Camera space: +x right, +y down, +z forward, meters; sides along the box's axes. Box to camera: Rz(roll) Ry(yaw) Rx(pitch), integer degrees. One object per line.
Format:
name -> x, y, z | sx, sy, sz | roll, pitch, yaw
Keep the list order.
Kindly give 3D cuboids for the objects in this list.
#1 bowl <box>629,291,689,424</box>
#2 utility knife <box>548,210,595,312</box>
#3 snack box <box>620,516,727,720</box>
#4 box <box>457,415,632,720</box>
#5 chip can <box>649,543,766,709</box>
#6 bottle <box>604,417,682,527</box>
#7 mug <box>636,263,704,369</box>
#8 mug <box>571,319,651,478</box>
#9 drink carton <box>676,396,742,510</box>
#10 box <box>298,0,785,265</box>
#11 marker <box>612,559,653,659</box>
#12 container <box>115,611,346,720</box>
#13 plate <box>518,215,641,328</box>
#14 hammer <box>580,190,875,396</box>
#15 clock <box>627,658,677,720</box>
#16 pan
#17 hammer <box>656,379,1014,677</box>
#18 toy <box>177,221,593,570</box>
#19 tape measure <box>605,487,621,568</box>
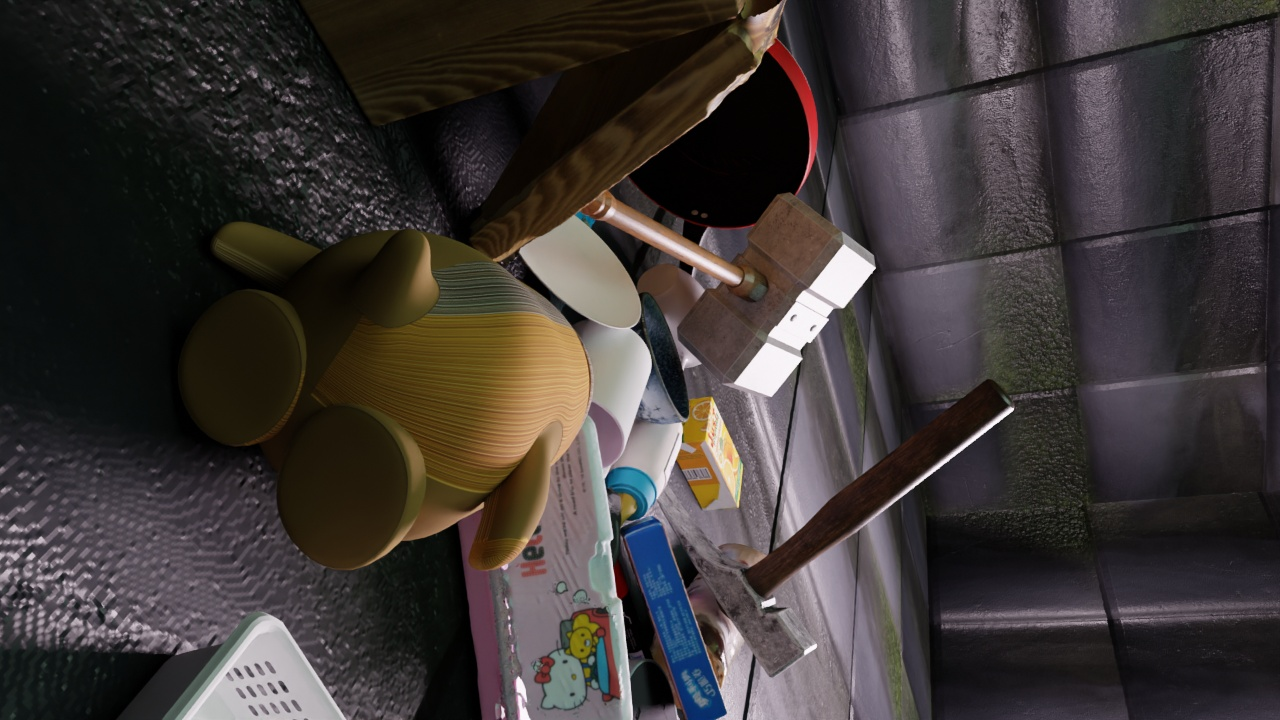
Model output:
bowl -> -0.005, 0.005, 0.775 | 0.114, 0.061, 0.114 | -17, 89, -79
utility knife -> -0.055, -0.091, 0.758 | 0.031, 0.015, 0.173 | 57, 33, -38
snack box -> 0.024, 0.200, 0.723 | 0.087, 0.034, 0.151 | 114, -44, -83
box -> -0.055, 0.132, 0.564 | 0.087, 0.095, 0.202 | -2, 84, -66
chip can -> 0.074, 0.240, 0.879 | 0.229, 0.080, 0.080 | -29, 109, -68
bottle -> -0.002, 0.093, 0.773 | 0.145, 0.051, 0.051 | -63, 139, -56
mug -> 0.031, -0.034, 0.881 | 0.089, 0.071, 0.107 | 56, 38, -42
mug -> -0.035, 0.039, 0.687 | 0.090, 0.074, 0.111 | -70, 158, -50
drink carton -> 0.069, 0.097, 0.966 | 0.058, 0.041, 0.122 | -77, 150, -43
box -> -0.011, -0.238, 0.588 | 0.278, 0.258, 0.215 | -73, 145, -47
marker -> -0.012, 0.214, 0.744 | 0.023, 0.021, 0.145 | -32, 116, -34
container -> -0.155, 0.170, 0.355 | 0.080, 0.050, 0.129 | -64, 140, -55
plate -> -0.053, -0.073, 0.689 | 0.134, 0.011, 0.134 | 37, 27, -23
hammer -> 0.052, -0.078, 0.726 | 0.317, 0.163, 0.083 | 18, 23, -53
clock -> -0.015, 0.293, 0.673 | 0.158, 0.045, 0.122 | -59, 136, -57
pan -> 0.058, -0.164, 0.877 | 0.067, 0.209, 0.357 | -53, 155, -38
hammer -> 0.158, 0.092, 0.774 | 0.217, 0.301, 0.037 | 54, 20, 22
toy -> -0.100, 0.017, 0.454 | 0.198, 0.163, 0.203 | 44, 13, 15
tape measure -> -0.042, 0.126, 0.673 | 0.071, 0.042, 0.072 | 37, 51, -65
